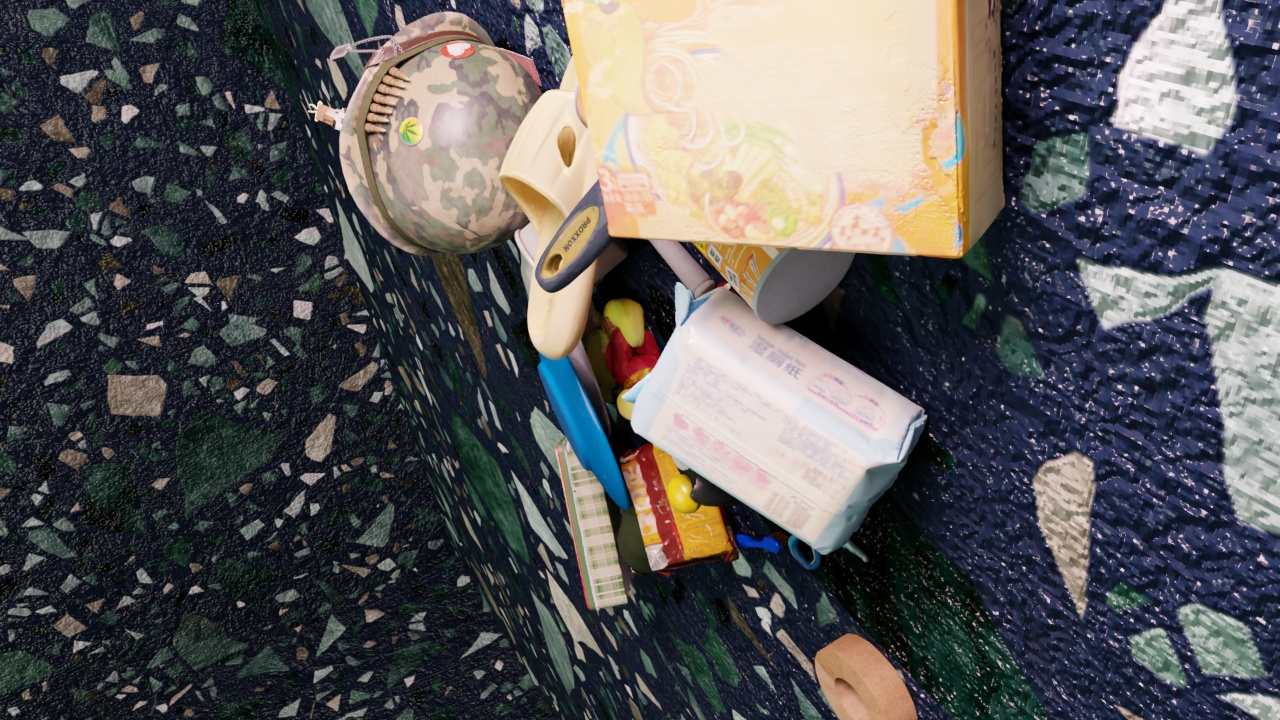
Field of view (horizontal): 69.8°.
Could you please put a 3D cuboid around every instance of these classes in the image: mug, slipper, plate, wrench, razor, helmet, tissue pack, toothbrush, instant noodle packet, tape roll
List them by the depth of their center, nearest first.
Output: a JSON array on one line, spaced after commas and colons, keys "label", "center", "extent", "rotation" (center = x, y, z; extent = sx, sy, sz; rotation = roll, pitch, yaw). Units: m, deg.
[{"label": "wrench", "center": [0.013, -0.132, 0.555], "extent": [0.274, 0.022, 0.073], "rotation": [-46, 69, 35]}, {"label": "tissue pack", "center": [0.080, 0.035, 0.590], "extent": [0.182, 0.069, 0.112], "rotation": [33, 137, 12]}, {"label": "slipper", "center": [-0.075, -0.132, 0.732], "extent": [0.111, 0.079, 0.261], "rotation": [-156, 72, -69]}, {"label": "razor", "center": [0.018, -0.097, 0.740], "extent": [0.116, 0.047, 0.088], "rotation": [51, 156, 14]}, {"label": "tape roll", "center": [0.186, 0.276, 0.761], "extent": [0.094, 0.027, 0.094], "rotation": [50, 155, 34]}, {"label": "mug", "center": [-0.056, -0.101, 0.844], "extent": [0.084, 0.070, 0.113], "rotation": [57, -167, 26]}, {"label": "helmet", "center": [-0.187, -0.213, 0.876], "extent": [0.237, 0.192, 0.224], "rotation": [3, 91, 39]}, {"label": "toothbrush", "center": [0.098, 0.172, 0.881], "extent": [0.016, 0.018, 0.183], "rotation": [65, 162, 2]}, {"label": "instant noodle packet", "center": [0.036, 0.139, 0.888], "extent": [0.099, 0.039, 0.135], "rotation": [-24, 81, 38]}, {"label": "plate", "center": [-0.071, 0.054, 0.936], "extent": [0.224, 0.024, 0.225], "rotation": [62, 170, 19]}, {"label": "plate", "center": [-0.088, -0.028, 0.968], "extent": [0.243, 0.016, 0.242], "rotation": [156, 91, -81]}]

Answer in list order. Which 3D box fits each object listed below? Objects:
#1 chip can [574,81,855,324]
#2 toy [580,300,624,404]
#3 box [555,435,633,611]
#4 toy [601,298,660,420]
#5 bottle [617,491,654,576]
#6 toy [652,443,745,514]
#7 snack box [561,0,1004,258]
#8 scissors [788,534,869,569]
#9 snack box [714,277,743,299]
[{"label": "chip can", "center": [0.042, -0.122, 0.597], "extent": [0.215, 0.075, 0.075], "rotation": [52, 156, 31]}, {"label": "toy", "center": [-0.045, -0.013, 0.974], "extent": [0.092, 0.046, 0.115], "rotation": [102, 147, -69]}, {"label": "box", "center": [-0.053, 0.186, 1.104], "extent": [0.117, 0.050, 0.205], "rotation": [-69, -32, -84]}, {"label": "toy", "center": [-0.005, 0.005, 0.879], "extent": [0.106, 0.067, 0.137], "rotation": [103, 146, -64]}, {"label": "bottle", "center": [0.012, 0.193, 1.027], "extent": [0.071, 0.071, 0.207], "rotation": [56, 157, 24]}, {"label": "toy", "center": [0.075, 0.052, 0.690], "extent": [0.119, 0.099, 0.097], "rotation": [-61, 33, 38]}, {"label": "snack box", "center": [0.069, -0.134, 0.443], "extent": [0.196, 0.080, 0.145], "rotation": [9, 124, 35]}, {"label": "scissors", "center": [0.138, 0.132, 0.742], "extent": [0.134, 0.012, 0.134], "rotation": [37, 145, 49]}, {"label": "snack box", "center": [0.068, -0.031, 0.669], "extent": [0.031, 0.051, 0.141], "rotation": [62, 159, 9]}]
